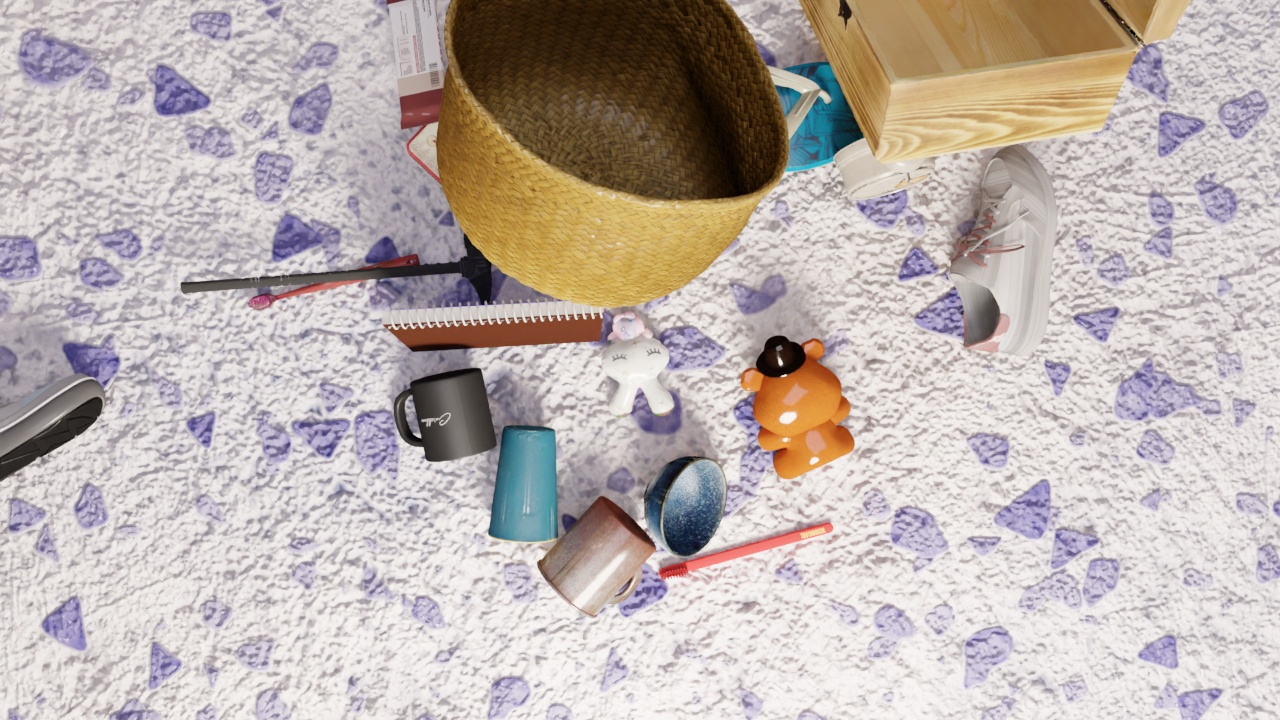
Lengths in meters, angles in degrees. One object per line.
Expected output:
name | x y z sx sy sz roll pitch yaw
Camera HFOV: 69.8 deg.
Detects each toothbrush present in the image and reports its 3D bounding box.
toothbrush | -0.336 -0.086 1.005 0.190 0.016 0.016 -15 99 -3
toothbrush | 0.125 0.223 1.070 0.212 0.018 0.012 -15 96 -3

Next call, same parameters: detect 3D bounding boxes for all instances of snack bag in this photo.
snack bag | -0.234 -0.320 0.969 0.057 0.013 0.157 -11 77 3

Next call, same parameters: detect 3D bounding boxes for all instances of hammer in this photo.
hammer | -0.323 -0.084 0.986 0.325 0.015 0.095 -5 122 -4

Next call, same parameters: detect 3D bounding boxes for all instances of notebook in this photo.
notebook | -0.145 -0.035 0.948 0.209 0.172 0.022 -3 82 -4

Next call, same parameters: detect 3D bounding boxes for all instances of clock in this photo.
clock | 0.267 -0.209 0.970 0.103 0.157 0.061 -14 86 -3

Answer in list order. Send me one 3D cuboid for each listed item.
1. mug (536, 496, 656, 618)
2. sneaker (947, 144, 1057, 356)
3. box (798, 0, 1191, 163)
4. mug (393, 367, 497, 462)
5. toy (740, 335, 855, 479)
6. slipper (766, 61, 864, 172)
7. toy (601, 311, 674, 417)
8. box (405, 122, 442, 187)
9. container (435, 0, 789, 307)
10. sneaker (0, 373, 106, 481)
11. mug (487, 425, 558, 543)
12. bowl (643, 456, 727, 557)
mug | -0.038 0.226 1.030 0.110 0.096 0.123 -45 128 4
sneaker | 0.390 -0.118 1.017 0.089 0.099 0.236 -6 98 -18
box | 0.334 -0.407 0.823 0.286 0.337 0.278 -8 52 -6
mug | -0.219 0.060 1.005 0.114 0.078 0.088 -8 97 22
toy | 0.177 0.052 1.021 0.112 0.096 0.176 -23 125 -2
slipper | 0.119 -0.263 1.001 0.295 0.060 0.118 -4 100 -2
toy | -0.006 0.006 1.029 0.079 0.038 0.122 -11 94 4
box | -0.142 -0.198 0.993 0.205 0.051 0.117 44 92 -8
container | -0.039 -0.203 0.847 0.306 0.197 0.306 10 57 -16
sneaker | -0.708 0.052 0.962 0.256 0.093 0.160 -34 89 -2
mug | -0.126 0.134 1.017 0.078 0.078 0.121 4 90 -5
bowl | 0.040 0.157 1.028 0.114 0.061 0.114 -17 113 -46
